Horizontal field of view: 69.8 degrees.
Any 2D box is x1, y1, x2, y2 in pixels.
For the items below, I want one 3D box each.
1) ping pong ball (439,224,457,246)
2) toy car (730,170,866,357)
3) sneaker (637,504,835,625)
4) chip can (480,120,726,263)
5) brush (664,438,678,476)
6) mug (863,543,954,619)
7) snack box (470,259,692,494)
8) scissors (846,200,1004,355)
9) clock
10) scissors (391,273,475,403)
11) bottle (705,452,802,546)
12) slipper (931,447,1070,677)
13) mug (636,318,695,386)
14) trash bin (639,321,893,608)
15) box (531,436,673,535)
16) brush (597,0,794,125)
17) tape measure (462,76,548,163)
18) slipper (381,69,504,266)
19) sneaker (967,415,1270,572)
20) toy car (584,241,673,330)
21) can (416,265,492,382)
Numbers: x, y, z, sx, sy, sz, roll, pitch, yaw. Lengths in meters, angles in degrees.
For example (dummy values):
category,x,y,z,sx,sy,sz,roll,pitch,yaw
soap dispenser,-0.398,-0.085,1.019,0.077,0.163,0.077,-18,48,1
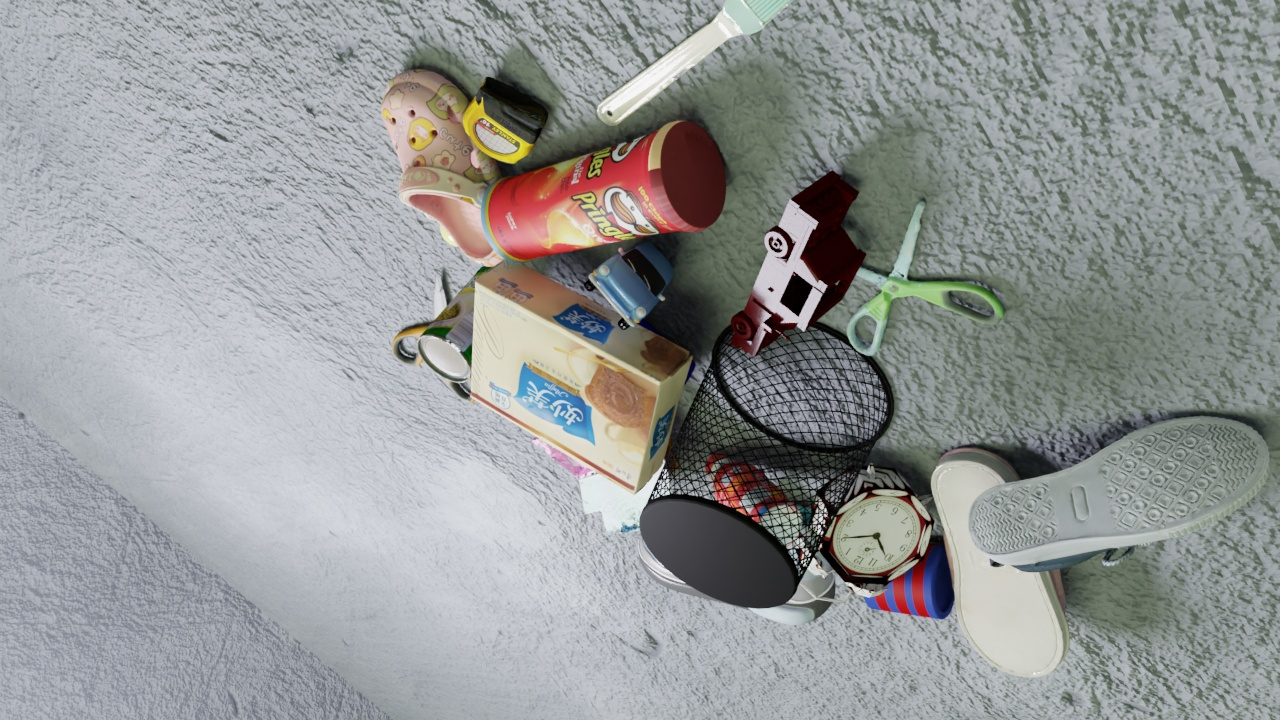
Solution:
category,x,y,z,sx,sy,sz,roll,pitch,yaw
ping pong ball,-0.183,-0.136,0.932,0.040,0.040,0.040,20,142,17
toy car,0.129,-0.065,0.741,0.062,0.070,0.170,41,145,19
sneaker,0.102,0.207,1.077,0.257,0.092,0.160,11,129,29
chip can,-0.037,-0.138,0.784,0.214,0.086,0.087,-5,129,41
brush,0.009,0.083,1.054,0.048,0.017,0.126,9,137,30
mug,0.294,0.236,0.979,0.076,0.074,0.112,-1,157,38
snack box,-0.064,0.015,0.868,0.207,0.055,0.154,28,134,19
scissors,0.208,-0.060,0.748,0.171,0.021,0.173,25,146,18
clock,0.216,0.176,0.921,0.114,0.065,0.155,27,106,-16
scissors,-0.252,-0.033,1.120,0.175,0.016,0.226,21,141,15
bottle,0.112,0.142,0.973,0.062,0.062,0.137,62,172,-32
slipper,0.351,0.196,0.893,0.114,0.054,0.274,1,121,41
mug,-0.006,0.005,0.938,0.083,0.079,0.111,40,171,-9
trash bin,0.109,0.095,0.831,0.184,0.209,0.184,20,142,17
box,-0.032,0.119,1.066,0.161,0.061,0.231,60,149,-2
brush,0.034,-0.229,0.691,0.033,0.012,0.218,47,143,-18
tape measure,-0.120,-0.209,0.804,0.065,0.037,0.064,26,140,-12
slipper,-0.181,-0.167,0.847,0.093,0.081,0.197,-9,117,38
sneaker,0.386,0.121,0.747,0.236,0.089,0.087,-26,138,34
toy car,-0.005,-0.070,0.803,0.055,0.153,0.056,-40,94,14
can,-0.173,-0.041,0.964,0.067,0.120,0.067,21,142,17
